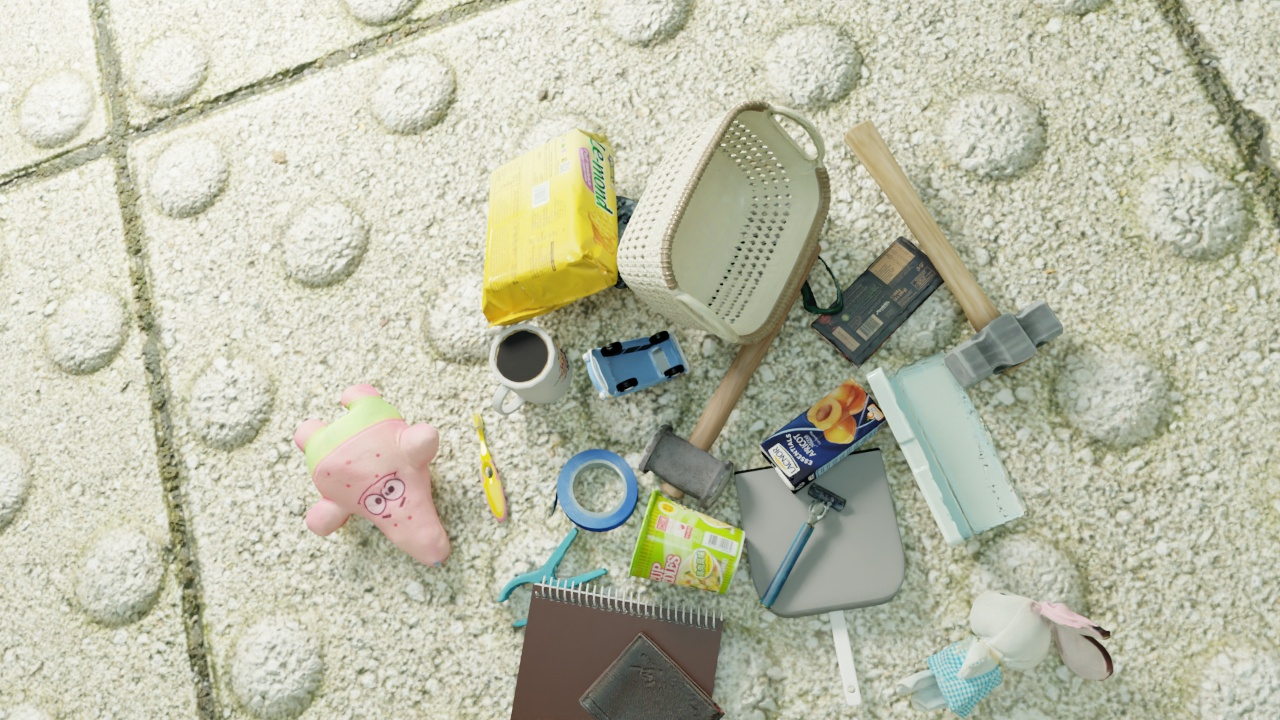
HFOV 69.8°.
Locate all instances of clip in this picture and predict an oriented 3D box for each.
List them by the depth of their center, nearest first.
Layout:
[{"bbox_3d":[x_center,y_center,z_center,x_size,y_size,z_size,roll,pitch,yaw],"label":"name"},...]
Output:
[{"bbox_3d":[-0.093,0.260,1.026,0.127,0.028,0.113,-29,72,1],"label":"clip"}]

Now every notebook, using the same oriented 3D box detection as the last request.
[{"bbox_3d":[-0.026,0.334,0.984,0.209,0.022,0.171,8,84,7],"label":"notebook"}]

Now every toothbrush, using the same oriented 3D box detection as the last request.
[{"bbox_3d":[-0.179,0.123,1.077,0.021,0.016,0.135,-17,74,0],"label":"toothbrush"}]

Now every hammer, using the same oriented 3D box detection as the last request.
[{"bbox_3d":[0.327,-0.129,1.017,0.117,0.051,0.322,-29,78,-7],"label":"hammer"},{"bbox_3d":[0.115,0.009,1.028,0.098,0.052,0.328,30,86,15],"label":"hammer"}]

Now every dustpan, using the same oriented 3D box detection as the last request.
[{"bbox_3d":[0.202,0.233,0.982,0.163,0.033,0.257,-11,66,7],"label":"dustpan"}]

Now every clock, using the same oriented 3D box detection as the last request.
[{"bbox_3d":[-0.020,-0.140,1.095,0.090,0.052,0.129,-46,73,-4],"label":"clock"}]

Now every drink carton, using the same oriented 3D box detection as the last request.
[{"bbox_3d":[0.198,0.083,1.003,0.130,0.040,0.064,-35,65,-4],"label":"drink carton"}]

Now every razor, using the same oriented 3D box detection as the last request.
[{"bbox_3d":[0.166,0.198,0.972,0.042,0.022,0.143,27,76,21],"label":"razor"}]

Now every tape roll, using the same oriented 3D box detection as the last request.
[{"bbox_3d":[-0.048,0.147,1.038,0.093,0.016,0.091,14,66,10],"label":"tape roll"}]

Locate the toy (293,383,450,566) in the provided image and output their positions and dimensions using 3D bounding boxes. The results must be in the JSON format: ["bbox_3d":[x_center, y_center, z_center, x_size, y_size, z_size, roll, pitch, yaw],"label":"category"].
[{"bbox_3d":[-0.299,0.140,1.056,0.192,0.096,0.236,-40,81,7],"label":"toy"}]

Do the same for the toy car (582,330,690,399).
[{"bbox_3d":[-0.006,0.006,1.020,0.055,0.153,0.056,-30,80,39],"label":"toy car"}]

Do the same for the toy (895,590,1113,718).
[{"bbox_3d":[0.352,0.291,0.922,0.205,0.131,0.105,-26,42,11],"label":"toy"}]

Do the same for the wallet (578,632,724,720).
[{"bbox_3d":[0.011,0.360,0.953,0.120,0.031,0.099,43,87,10],"label":"wallet"}]

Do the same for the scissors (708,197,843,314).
[{"bbox_3d":[0.131,-0.112,1.079,0.204,0.015,0.201,-28,66,4],"label":"scissors"}]

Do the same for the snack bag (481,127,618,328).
[{"bbox_3d":[-0.108,-0.157,1.054,0.160,0.068,0.246,-18,53,21],"label":"snack bag"}]

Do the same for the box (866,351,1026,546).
[{"bbox_3d":[0.322,0.090,0.974,0.125,0.075,0.197,-19,75,-15],"label":"box"}]

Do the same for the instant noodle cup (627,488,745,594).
[{"bbox_3d":[0.051,0.201,0.984,0.108,0.099,0.098,17,80,5],"label":"instant noodle cup"}]

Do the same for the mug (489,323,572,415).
[{"bbox_3d":[-0.133,0.018,1.056,0.073,0.089,0.105,32,83,15],"label":"mug"}]

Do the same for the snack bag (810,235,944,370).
[{"bbox_3d":[0.273,-0.068,1.046,0.155,0.018,0.074,-44,74,-3],"label":"snack bag"}]

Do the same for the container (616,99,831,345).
[{"bbox_3d":[0.088,-0.146,0.992,0.143,0.184,0.245,7,65,53],"label":"container"}]
